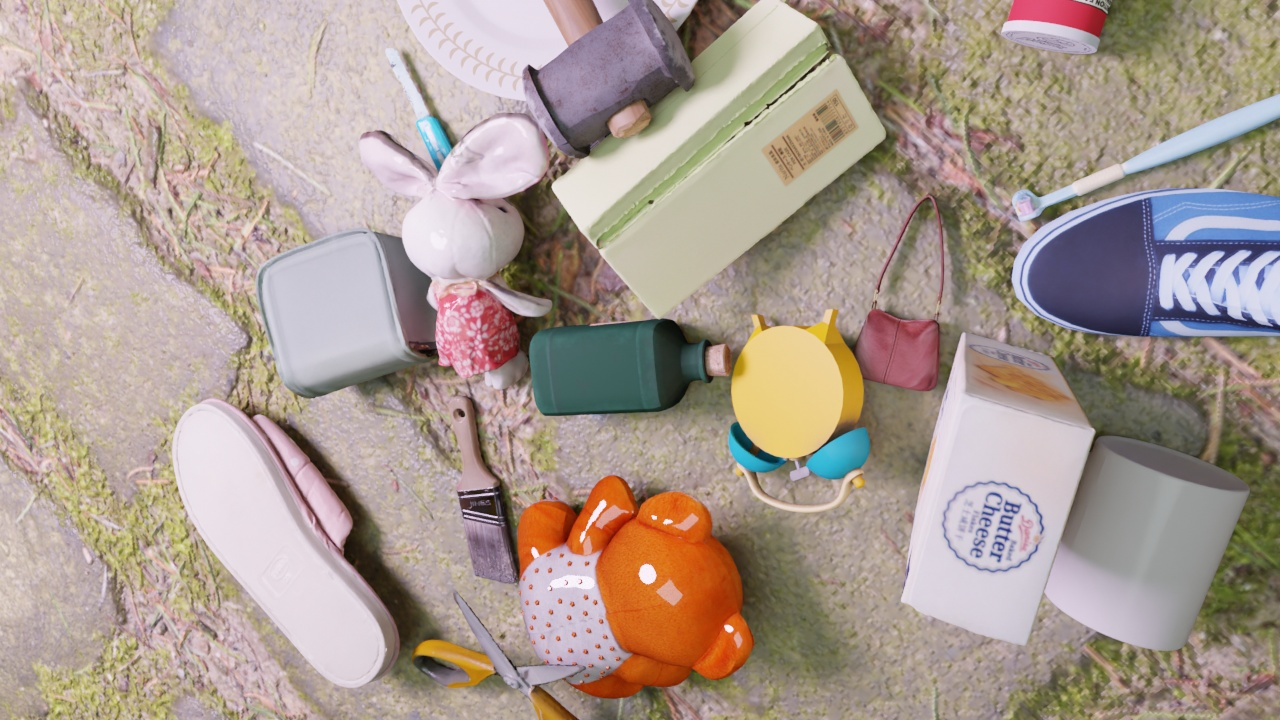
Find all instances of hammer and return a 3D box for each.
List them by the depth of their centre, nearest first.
[{"bbox_3d":[-0.076,-0.284,0.575,0.098,0.052,0.328,-29,82,18],"label":"hammer"}]

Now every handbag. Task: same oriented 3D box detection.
[{"bbox_3d":[0.169,-0.043,0.575,0.055,0.029,0.120,13,99,21],"label":"handbag"},{"bbox_3d":[-0.217,-0.035,0.692,0.122,0.067,0.106,-15,85,21],"label":"handbag"}]

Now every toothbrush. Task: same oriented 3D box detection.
[{"bbox_3d":[0.291,-0.117,0.521,0.155,0.016,0.022,-22,54,22],"label":"toothbrush"}]

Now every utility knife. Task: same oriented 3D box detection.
[{"bbox_3d":[-0.150,-0.157,0.674,0.022,0.015,0.162,-29,89,20],"label":"utility knife"}]

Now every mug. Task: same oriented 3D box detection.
[{"bbox_3d":[0.277,0.097,0.538,0.112,0.078,0.097,27,110,43],"label":"mug"}]

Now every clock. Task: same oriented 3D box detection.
[{"bbox_3d":[0.100,0.033,0.593,0.099,0.043,0.129,-1,92,43],"label":"clock"}]

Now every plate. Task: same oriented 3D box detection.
[{"bbox_3d":[-0.059,-0.292,0.599,0.243,0.016,0.242,2,95,18],"label":"plate"}]

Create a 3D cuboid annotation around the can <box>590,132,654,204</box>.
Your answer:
[{"bbox_3d":[-0.007,-0.120,0.620,0.032,0.032,0.095,-37,86,21],"label":"can"}]

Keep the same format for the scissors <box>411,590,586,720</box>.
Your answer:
[{"bbox_3d":[-0.090,0.250,0.689,0.226,0.016,0.230,-23,113,48],"label":"scissors"}]

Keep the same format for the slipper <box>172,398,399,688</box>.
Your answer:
[{"bbox_3d":[-0.288,0.146,0.758,0.114,0.054,0.274,-42,81,21],"label":"slipper"}]

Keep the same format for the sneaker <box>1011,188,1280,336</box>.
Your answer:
[{"bbox_3d":[0.325,-0.048,0.476,0.241,0.098,0.083,3,100,19],"label":"sneaker"}]

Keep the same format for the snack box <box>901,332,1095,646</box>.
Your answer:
[{"bbox_3d":[0.185,0.053,0.486,0.057,0.207,0.104,15,103,16],"label":"snack box"}]

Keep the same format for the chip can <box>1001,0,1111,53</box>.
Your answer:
[{"bbox_3d":[0.253,-0.279,0.487,0.052,0.051,0.215,18,105,16],"label":"chip can"}]

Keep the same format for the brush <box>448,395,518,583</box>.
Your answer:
[{"bbox_3d":[-0.126,0.101,0.713,0.039,0.012,0.151,-8,97,21],"label":"brush"}]

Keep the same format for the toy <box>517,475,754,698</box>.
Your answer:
[{"bbox_3d":[-0.003,0.162,0.644,0.173,0.092,0.163,-21,89,34],"label":"toy"}]

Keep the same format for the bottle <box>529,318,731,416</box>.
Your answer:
[{"bbox_3d":[-0.004,0.004,0.625,0.131,0.061,0.061,-4,96,20],"label":"bottle"}]

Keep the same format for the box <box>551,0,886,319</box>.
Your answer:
[{"bbox_3d":[0.044,-0.128,0.566,0.188,0.066,0.127,-38,88,7],"label":"box"}]

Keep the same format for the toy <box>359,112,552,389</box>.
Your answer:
[{"bbox_3d":[-0.116,-0.069,0.631,0.159,0.084,0.194,-1,112,31],"label":"toy"}]
